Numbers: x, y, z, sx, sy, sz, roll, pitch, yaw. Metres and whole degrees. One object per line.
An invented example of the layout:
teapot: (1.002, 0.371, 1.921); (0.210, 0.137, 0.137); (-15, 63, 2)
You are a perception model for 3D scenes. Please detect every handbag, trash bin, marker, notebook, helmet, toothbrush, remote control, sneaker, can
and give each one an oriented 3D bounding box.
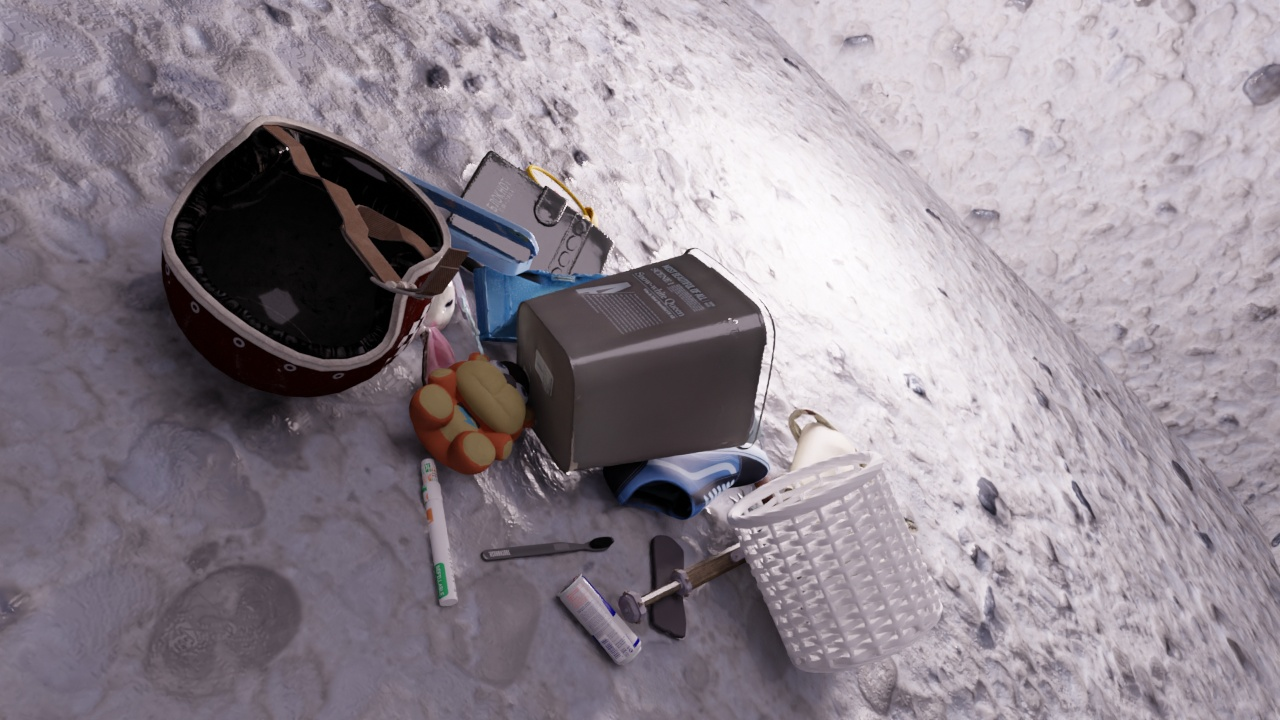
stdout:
handbag: (0.268, 0.171, 1.235); (0.184, 0.132, 0.228); (51, 26, -10)
trash bin: (-0.006, 0.006, 1.002); (0.219, 0.198, 0.197); (-12, 37, -25)
marker: (-0.189, 0.157, 0.854); (0.017, 0.017, 0.145); (14, 45, -40)
notebook: (-0.140, -0.151, 1.170); (0.209, 0.030, 0.169); (35, 60, -22)
helmet: (-0.275, -0.086, 0.790); (0.233, 0.254, 0.233); (39, 19, -3)
toothbrush: (-0.091, 0.192, 0.933); (0.167, 0.013, 0.012); (4, 52, -43)
remote control: (0.030, 0.246, 1.012); (0.046, 0.009, 0.124); (31, 36, -24)
sneaker: (0.063, 0.151, 1.087); (0.240, 0.084, 0.098); (7, 47, -34)
can: (-0.040, 0.255, 0.903); (0.095, 0.032, 0.032); (48, 33, 2)

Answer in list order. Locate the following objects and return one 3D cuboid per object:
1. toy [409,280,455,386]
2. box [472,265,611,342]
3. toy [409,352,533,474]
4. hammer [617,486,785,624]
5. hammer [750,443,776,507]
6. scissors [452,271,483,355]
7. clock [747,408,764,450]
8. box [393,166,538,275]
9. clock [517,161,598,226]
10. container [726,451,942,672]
toy: (-0.231, -0.076, 0.972); (0.131, 0.106, 0.205); (27, 39, -32)
box: (-0.073, -0.071, 1.101); (0.231, 0.110, 0.094); (2, 78, -41)
toy: (-0.166, 0.049, 0.929); (0.112, 0.096, 0.176); (49, 13, -6)
hammer: (0.076, 0.242, 1.037); (0.316, 0.028, 0.147); (-7, 67, -55)
hammer: (0.129, 0.091, 1.271); (0.110, 0.028, 0.300); (2, 54, -47)
scissors: (-0.194, -0.074, 0.986); (0.016, 0.108, 0.179); (-17, 29, -10)
clock: (0.097, 0.074, 1.207); (0.159, 0.045, 0.122); (46, 49, 4)
box: (-0.213, -0.172, 1.066); (0.210, 0.064, 0.069); (28, 23, 10)
clock: (-0.113, -0.211, 1.277); (0.152, 0.052, 0.113); (43, 18, -8)
container: (0.220, 0.226, 1.049); (0.188, 0.190, 0.187); (-24, 91, -55)
